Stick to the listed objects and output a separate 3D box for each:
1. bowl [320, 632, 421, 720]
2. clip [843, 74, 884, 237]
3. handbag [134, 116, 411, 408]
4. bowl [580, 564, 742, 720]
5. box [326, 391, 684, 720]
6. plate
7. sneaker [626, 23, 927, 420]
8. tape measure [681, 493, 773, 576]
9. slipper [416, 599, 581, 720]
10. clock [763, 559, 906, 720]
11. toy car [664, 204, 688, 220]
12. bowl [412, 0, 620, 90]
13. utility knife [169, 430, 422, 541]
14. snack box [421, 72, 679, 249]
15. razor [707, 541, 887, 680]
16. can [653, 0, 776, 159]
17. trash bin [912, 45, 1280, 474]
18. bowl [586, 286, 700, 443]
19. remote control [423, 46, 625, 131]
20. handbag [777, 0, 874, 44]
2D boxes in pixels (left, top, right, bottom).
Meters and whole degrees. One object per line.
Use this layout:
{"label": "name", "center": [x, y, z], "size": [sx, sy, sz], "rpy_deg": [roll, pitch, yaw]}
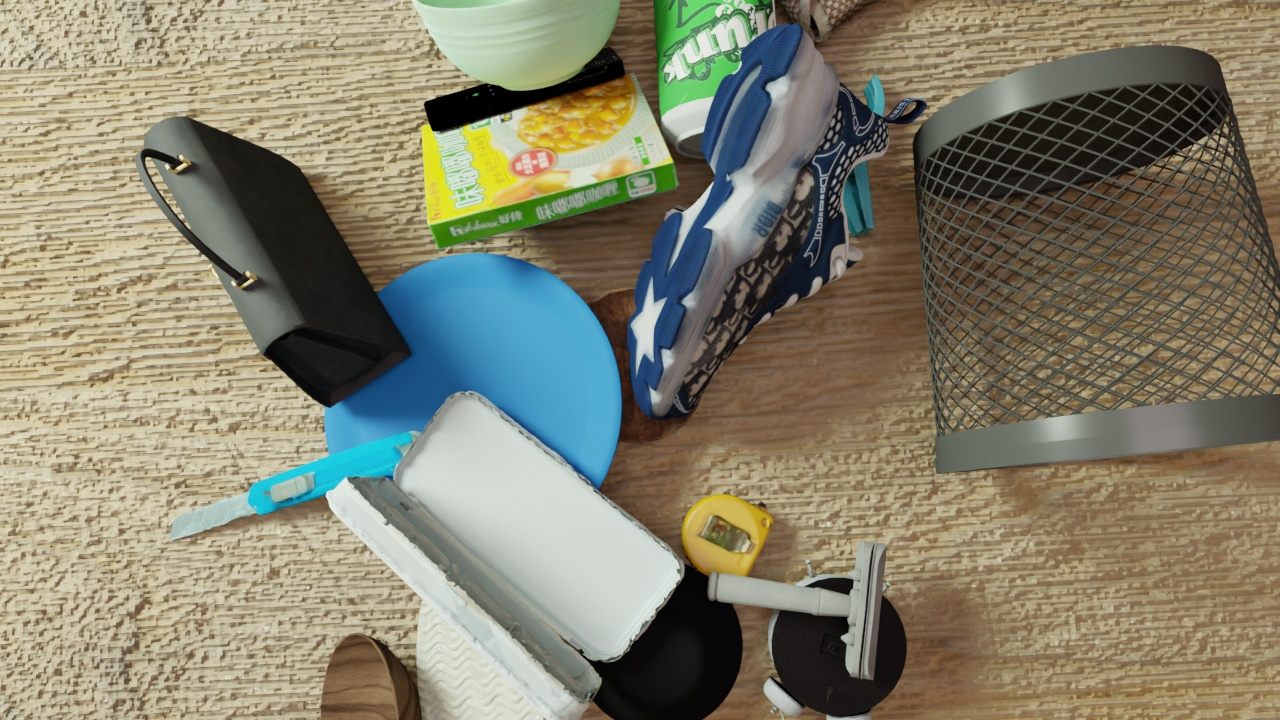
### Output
{"label": "bowl", "center": [-0.180, 0.247, 0.631], "size": [0.032, 0.119, 0.119], "rpy_deg": [7, 83, -41]}
{"label": "clip", "center": [0.159, -0.168, 0.695], "size": [0.122, 0.033, 0.120], "rpy_deg": [42, 83, 3]}
{"label": "handbag", "center": [-0.252, -0.074, 0.587], "size": [0.072, 0.196, 0.175], "rpy_deg": [-34, 78, -1]}
{"label": "bowl", "center": [0.013, 0.207, 0.647], "size": [0.124, 0.052, 0.124], "rpy_deg": [0, 85, 0]}
{"label": "box", "center": [-0.086, 0.117, 0.580], "size": [0.210, 0.105, 0.129], "rpy_deg": [36, 87, 7]}
{"label": "plate", "center": [-0.121, 0.035, 0.665], "size": [0.224, 0.024, 0.224], "rpy_deg": [-1, 83, 11]}
{"label": "sneaker", "center": [0.087, -0.072, 0.615], "size": [0.132, 0.103, 0.270], "rpy_deg": [18, 105, -22]}
{"label": "tape measure", "center": [0.060, 0.126, 0.666], "size": [0.059, 0.030, 0.068], "rpy_deg": [28, 85, 0]}
{"label": "slipper", "center": [-0.094, 0.240, 0.639], "size": [0.115, 0.052, 0.262], "rpy_deg": [-5, 72, 10]}
{"label": "clock", "center": [0.135, 0.212, 0.656], "size": [0.094, 0.035, 0.122], "rpy_deg": [16, 86, 1]}
{"label": "toy car", "center": [0.068, -0.079, 0.681], "size": [0.113, 0.039, 0.039], "rpy_deg": [28, 107, 1]}
{"label": "bowl", "center": [-0.080, -0.243, 0.657], "size": [0.151, 0.150, 0.077], "rpy_deg": [-14, 128, -1]}
{"label": "utility knife", "center": [-0.247, 0.093, 0.664], "size": [0.220, 0.015, 0.031], "rpy_deg": [-20, 77, 10]}
{"label": "snack box", "center": [-0.069, -0.146, 0.652], "size": [0.168, 0.027, 0.131], "rpy_deg": [-15, 45, -1]}
{"label": "razor", "center": [0.104, 0.161, 0.624], "size": [0.116, 0.047, 0.088], "rpy_deg": [7, 84, 8]}
{"label": "can", "center": [0.055, -0.225, 0.667], "size": [0.088, 0.088, 0.140], "rpy_deg": [-3, 85, 0]}
{"label": "trash bin", "center": [0.288, -0.051, 0.594], "size": [0.218, 0.218, 0.227], "rpy_deg": [-5, 81, -1]}
{"label": "bowl", "center": [-0.004, 0.004, 0.677], "size": [0.102, 0.026, 0.114], "rpy_deg": [-2, 86, -1]}
{"label": "remote control", "center": [-0.087, -0.204, 0.686], "size": [0.150, 0.034, 0.013], "rpy_deg": [-19, 128, -6]}
{"label": "handbag", "center": [0.127, -0.346, 0.698], "size": [0.124, 0.047, 0.186], "rpy_deg": [-35, 86, -4]}
